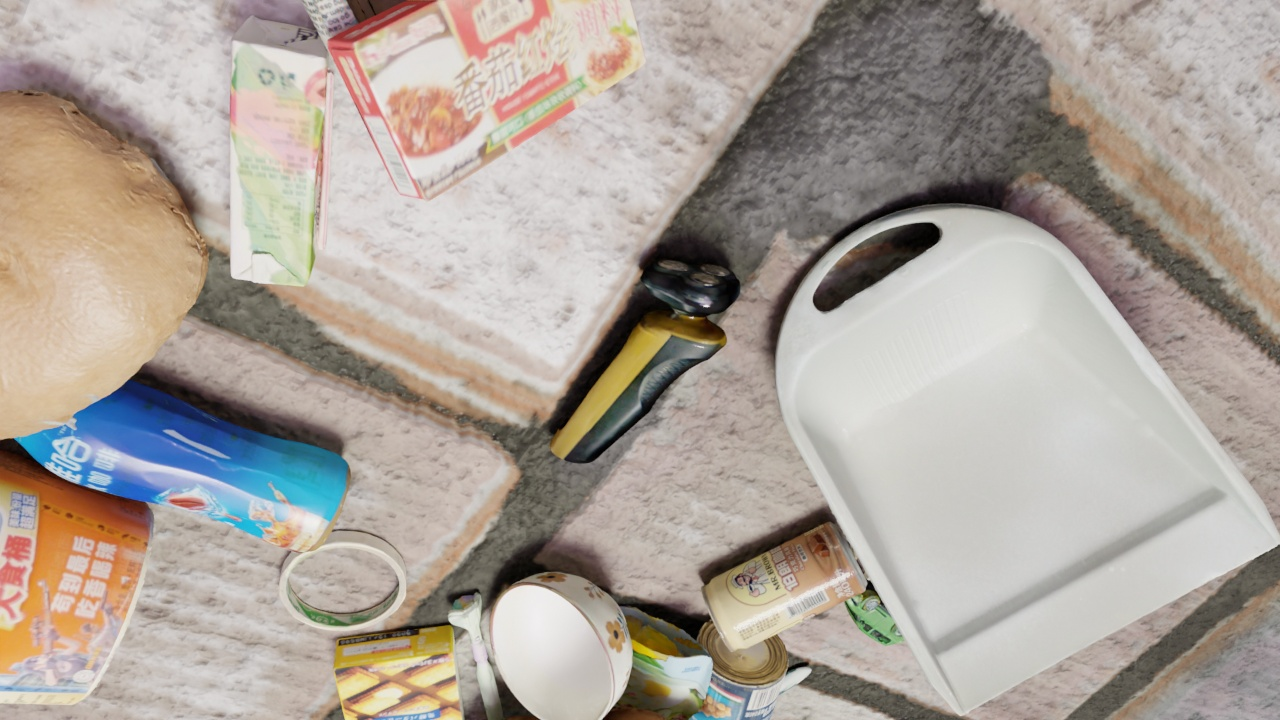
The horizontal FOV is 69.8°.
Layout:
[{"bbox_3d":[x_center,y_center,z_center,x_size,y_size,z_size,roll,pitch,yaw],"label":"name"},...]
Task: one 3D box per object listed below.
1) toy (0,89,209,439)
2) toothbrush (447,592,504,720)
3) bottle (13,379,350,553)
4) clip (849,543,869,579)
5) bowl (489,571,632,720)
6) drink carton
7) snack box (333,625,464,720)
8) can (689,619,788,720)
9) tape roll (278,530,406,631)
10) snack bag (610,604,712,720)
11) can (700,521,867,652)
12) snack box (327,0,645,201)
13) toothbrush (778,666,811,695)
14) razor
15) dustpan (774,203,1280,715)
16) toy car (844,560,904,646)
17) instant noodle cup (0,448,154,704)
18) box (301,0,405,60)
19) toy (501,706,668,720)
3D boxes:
[{"bbox_3d":[-0.324,-0.023,0.446,0.226,0.082,0.143,-36,103,-5],"label":"toy"},{"bbox_3d":[-0.123,0.255,0.728,0.029,0.020,0.190,-31,132,-32],"label":"toothbrush"},{"bbox_3d":[-0.282,0.050,0.532,0.218,0.065,0.065,26,113,-25],"label":"bottle"},{"bbox_3d":[0.196,0.121,0.708,0.071,0.034,0.100,11,110,-19],"label":"clip"},{"bbox_3d":[-0.049,0.203,0.673,0.062,0.113,0.114,-23,139,-52],"label":"bowl"},{"bbox_3d":[-0.180,-0.103,0.464,0.045,0.053,0.123,5,121,-16],"label":"drink carton"},{"bbox_3d":[-0.183,0.269,0.714,0.087,0.033,0.141,-4,125,-9],"label":"snack box"},{"bbox_3d":[0.073,0.272,0.748,0.075,0.075,0.111,2,121,-14],"label":"can"},{"bbox_3d":[-0.209,0.157,0.647,0.085,0.014,0.086,-6,123,-9],"label":"tape roll"},{"bbox_3d":[-0.008,0.289,0.744,0.110,0.038,0.191,16,118,10],"label":"snack bag"},{"bbox_3d":[0.110,0.173,0.703,0.116,0.058,0.058,-28,124,6],"label":"can"},{"bbox_3d":[-0.064,-0.144,0.432,0.152,0.025,0.075,-41,130,-29],"label":"snack box"},{"bbox_3d":[0.070,0.322,0.814,0.192,0.018,0.016,-33,124,9],"label":"toothbrush"},{"bbox_3d":[-0.003,0.003,0.579,0.067,0.062,0.168,41,115,1],"label":"razor"},{"bbox_3d":[0.208,0.041,0.564,0.223,0.257,0.142,-33,147,9],"label":"dustpan"},{"bbox_3d":[0.188,0.200,0.747,0.036,0.043,0.091,-38,122,12],"label":"toy car"},{"bbox_3d":[-0.358,0.125,0.520,0.111,0.151,0.152,25,114,-35],"label":"instant noodle cup"},{"bbox_3d":[-0.126,-0.165,0.417,0.076,0.087,0.163,0,133,25],"label":"box"},{"bbox_3d":[-0.040,0.318,0.681,0.200,0.130,0.140,-26,156,24],"label":"toy"}]
